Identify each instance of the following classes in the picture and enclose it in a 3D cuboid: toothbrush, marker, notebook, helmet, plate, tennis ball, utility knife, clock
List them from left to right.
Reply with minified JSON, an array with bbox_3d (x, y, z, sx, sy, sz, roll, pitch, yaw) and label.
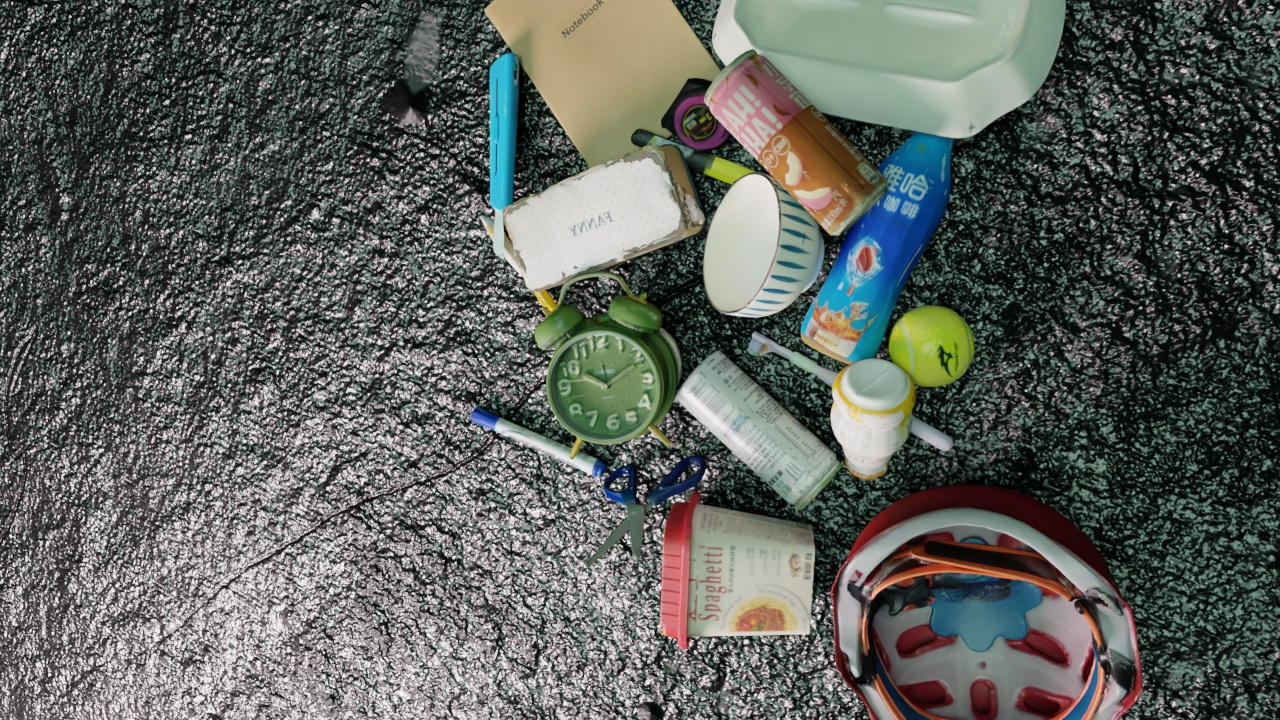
[{"bbox_3d":[-0.129,-0.188,0.855,0.034,0.018,0.188,4,94,44],"label":"utility knife"},{"bbox_3d":[-0.099,0.078,0.887,0.146,0.016,0.017,22,103,17],"label":"marker"},{"bbox_3d":[-0.096,-0.061,0.871,0.018,0.016,0.191,-40,83,28],"label":"toothbrush"},{"bbox_3d":[-0.034,-0.282,0.825,0.148,0.008,0.207,-36,84,21],"label":"notebook"},{"bbox_3d":[-0.030,0.002,0.804,0.116,0.056,0.161,-9,98,10],"label":"clock"},{"bbox_3d":[0.047,-0.176,0.801,0.124,0.015,0.018,24,108,13],"label":"marker"},{"bbox_3d":[0.177,0.027,0.778,0.189,0.029,0.021,29,67,14],"label":"toothbrush"},{"bbox_3d":[0.181,-0.266,0.703,0.266,0.034,0.162,20,86,22],"label":"plate"},{"bbox_3d":[0.231,-0.011,0.728,0.065,0.065,0.065,2,97,20],"label":"tennis ball"},{"bbox_3d":[0.260,0.199,0.706,0.207,0.143,0.240,-5,109,21],"label":"helmet"}]

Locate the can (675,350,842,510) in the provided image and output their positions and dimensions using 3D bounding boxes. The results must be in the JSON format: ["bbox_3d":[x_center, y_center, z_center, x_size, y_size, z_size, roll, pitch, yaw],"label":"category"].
[{"bbox_3d":[0.101,0.059,0.789,0.147,0.058,0.058,43,108,11],"label":"can"}]

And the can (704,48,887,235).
[{"bbox_3d":[0.117,-0.164,0.693,0.147,0.057,0.058,47,109,7],"label":"can"}]

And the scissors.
[{"bbox_3d":[-0.004,0.125,0.792,0.161,0.163,0.012,10,122,55],"label":"scissors"}]

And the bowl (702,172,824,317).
[{"bbox_3d":[0.107,-0.090,0.754,0.066,0.116,0.116,9,103,-25],"label":"bowl"}]

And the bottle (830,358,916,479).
[{"bbox_3d":[0.184,0.050,0.735,0.063,0.063,0.108,11,140,19],"label":"bottle"}]

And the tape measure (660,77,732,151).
[{"bbox_3d":[0.053,-0.209,0.779,0.058,0.039,0.057,29,118,-9],"label":"tape measure"}]

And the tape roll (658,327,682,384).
[{"bbox_3d":[-0.005,0.005,0.837,0.086,0.014,0.086,2,99,10],"label":"tape roll"}]

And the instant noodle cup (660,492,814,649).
[{"bbox_3d":[0.084,0.181,0.787,0.124,0.116,0.116,2,97,8],"label":"instant noodle cup"}]

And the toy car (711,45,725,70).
[{"bbox_3d":[0.100,-0.235,0.768,0.049,0.031,0.105,-30,78,20],"label":"toy car"}]

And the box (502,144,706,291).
[{"bbox_3d":[-0.039,-0.122,0.811,0.185,0.061,0.090,-15,97,27],"label":"box"}]

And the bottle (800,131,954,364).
[{"bbox_3d":[0.200,-0.104,0.730,0.065,0.065,0.219,27,104,15],"label":"bottle"}]
